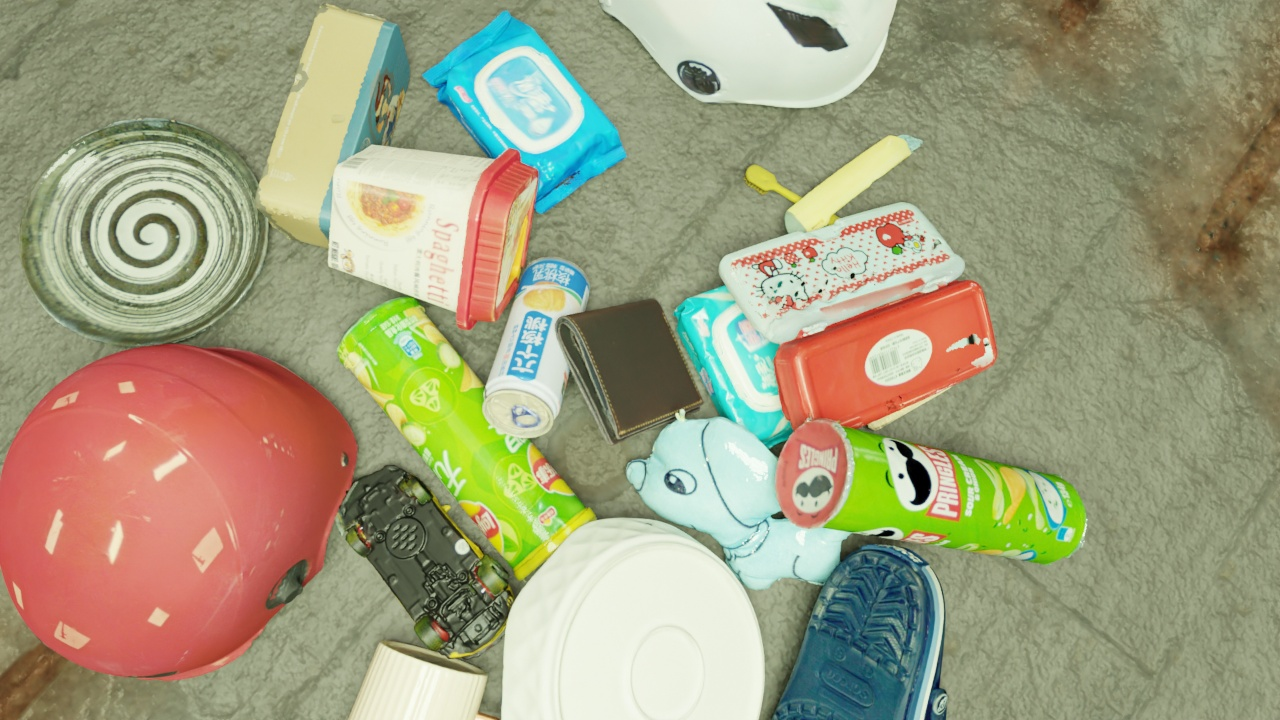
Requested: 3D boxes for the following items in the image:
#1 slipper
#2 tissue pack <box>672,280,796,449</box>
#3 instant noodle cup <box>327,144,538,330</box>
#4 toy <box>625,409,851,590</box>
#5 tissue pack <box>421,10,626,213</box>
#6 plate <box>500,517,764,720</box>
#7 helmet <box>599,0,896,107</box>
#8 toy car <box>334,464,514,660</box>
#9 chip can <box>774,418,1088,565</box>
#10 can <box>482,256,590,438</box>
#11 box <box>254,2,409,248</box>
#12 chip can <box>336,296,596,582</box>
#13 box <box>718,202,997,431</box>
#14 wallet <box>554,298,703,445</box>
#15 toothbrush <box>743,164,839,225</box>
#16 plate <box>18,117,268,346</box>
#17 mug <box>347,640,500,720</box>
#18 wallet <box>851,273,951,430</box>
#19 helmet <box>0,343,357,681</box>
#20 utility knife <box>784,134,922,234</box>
[{"bbox_3d":[0.156,0.252,0.642,0.095,0.105,0.253,9,92,-45],"label":"slipper"},{"bbox_3d":[0.093,0.002,0.703,0.093,0.050,0.133,-25,83,-11],"label":"tissue pack"},{"bbox_3d":[-0.147,-0.098,0.656,0.124,0.116,0.116,14,117,1],"label":"instant noodle cup"},{"bbox_3d":[0.070,0.100,0.666,0.162,0.049,0.156,-9,108,23],"label":"toy"},{"bbox_3d":[-0.092,-0.198,0.723,0.095,0.052,0.157,-38,85,-11],"label":"tissue pack"},{"bbox_3d":[0.006,0.207,0.611,0.204,0.046,0.204,8,75,-33],"label":"plate"},{"bbox_3d":[0.098,-0.332,0.720,0.258,0.146,0.228,38,78,2],"label":"helmet"},{"bbox_3d":[-0.152,0.140,0.654,0.071,0.041,0.156,-43,72,-9],"label":"toy car"},{"bbox_3d":[0.207,0.095,0.637,0.235,0.072,0.072,14,76,-28],"label":"chip can"},{"bbox_3d":[-0.073,-0.011,0.658,0.053,0.053,0.134,13,48,-3],"label":"can"},{"bbox_3d":[-0.228,-0.164,0.687,0.062,0.090,0.184,12,81,-3],"label":"box"},{"bbox_3d":[-0.127,0.053,0.661,0.072,0.073,0.221,-40,85,-11],"label":"chip can"},{"bbox_3d":[0.169,-0.036,0.681,0.200,0.059,0.161,-19,81,-28],"label":"box"},{"bbox_3d":[-0.004,0.004,0.670,0.020,0.122,0.096,-27,84,34],"label":"wallet"},{"bbox_3d":[0.167,-0.105,0.749,0.190,0.017,0.015,31,77,0],"label":"toothbrush"},{"bbox_3d":[-0.370,-0.096,0.693,0.179,0.024,0.179,1,81,-5],"label":"plate"},{"bbox_3d":[-0.142,0.256,0.615,0.114,0.082,0.105,19,76,-4],"label":"mug"},{"bbox_3d":[0.184,-0.010,0.729,0.087,0.024,0.115,-27,84,-15],"label":"wallet"},{"bbox_3d":[-0.319,0.098,0.595,0.207,0.144,0.239,21,82,4],"label":"helmet"},{"bbox_3d":[0.174,-0.146,0.745,0.166,0.018,0.031,-38,82,-18],"label":"utility knife"}]
